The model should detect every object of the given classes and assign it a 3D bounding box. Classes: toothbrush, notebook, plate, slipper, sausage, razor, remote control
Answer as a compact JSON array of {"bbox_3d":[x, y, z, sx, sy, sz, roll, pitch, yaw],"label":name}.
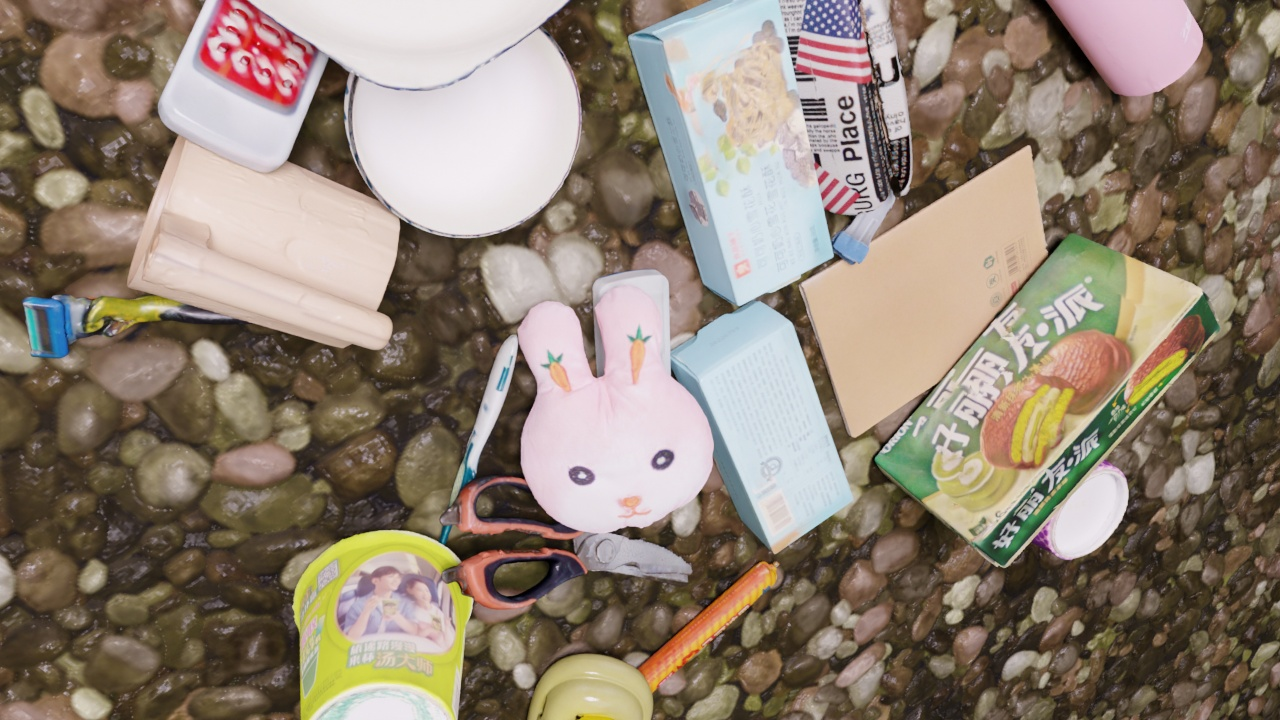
[{"bbox_3d":[-0.107,0.072,0.586,0.018,0.016,0.192,9,108,-39],"label":"toothbrush"},{"bbox_3d":[0.224,-0.049,0.693,0.207,0.008,0.148,-31,122,-10],"label":"notebook"},{"bbox_3d":[-0.103,-0.190,0.406,0.164,0.034,0.163,39,66,7],"label":"plate"},{"bbox_3d":[-0.045,0.308,0.674,0.091,0.081,0.191,13,110,-15],"label":"slipper"},{"bbox_3d":[0.046,0.212,0.716,0.165,0.021,0.021,-40,123,-4],"label":"sausage"},{"bbox_3d":[-0.236,-0.025,0.478,0.142,0.022,0.043,-4,147,-28],"label":"razor"},{"bbox_3d":[-0.004,0.004,0.599,0.049,0.024,0.125,-12,117,-19],"label":"remote control"},{"bbox_3d":[-0.167,-0.154,0.417,0.056,0.020,0.135,26,68,-32],"label":"remote control"}]

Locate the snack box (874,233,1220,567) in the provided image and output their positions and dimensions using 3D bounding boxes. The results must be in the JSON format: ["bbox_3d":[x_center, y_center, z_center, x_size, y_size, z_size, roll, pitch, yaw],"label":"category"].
[{"bbox_3d":[0.301,0.028,0.692,0.063,0.114,0.240,35,98,-39],"label":"snack box"}]

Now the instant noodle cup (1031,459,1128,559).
[{"bbox_3d":[0.334,0.104,0.760,0.111,0.099,0.112,-9,114,-21],"label":"instant noodle cup"}]

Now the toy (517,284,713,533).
[{"bbox_3d":[-0.021,0.035,0.569,0.121,0.054,0.159,-13,109,4],"label":"toy"}]

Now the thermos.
[{"bbox_3d":[0.298,-0.267,0.604,0.198,0.067,0.087,33,64,-31],"label":"thermos"}]

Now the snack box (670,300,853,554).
[{"bbox_3d":[0.087,0.049,0.646,0.074,0.051,0.175,-32,123,-11],"label":"snack box"}]

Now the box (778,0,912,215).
[{"bbox_3d":[0.119,-0.166,0.566,0.087,0.076,0.163,-17,123,4],"label":"box"}]

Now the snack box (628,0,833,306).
[{"bbox_3d":[0.058,-0.125,0.555,0.074,0.051,0.175,-28,120,-13],"label":"snack box"}]

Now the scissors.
[{"bbox_3d":[-0.041,0.142,0.624,0.184,0.015,0.209,-48,117,-37],"label":"scissors"}]

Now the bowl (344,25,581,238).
[{"bbox_3d":[-0.095,-0.128,0.473,0.116,0.066,0.117,-10,117,-21],"label":"bowl"}]

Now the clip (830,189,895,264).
[{"bbox_3d":[0.154,-0.095,0.632,0.026,0.038,0.058,33,93,2],"label":"clip"}]

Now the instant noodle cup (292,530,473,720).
[{"bbox_3d":[-0.152,0.180,0.537,0.111,0.123,0.112,-5,114,-11],"label":"instant noodle cup"}]

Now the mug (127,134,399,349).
[{"bbox_3d":[-0.175,-0.050,0.436,0.103,0.124,0.084,20,105,-33],"label":"mug"}]
